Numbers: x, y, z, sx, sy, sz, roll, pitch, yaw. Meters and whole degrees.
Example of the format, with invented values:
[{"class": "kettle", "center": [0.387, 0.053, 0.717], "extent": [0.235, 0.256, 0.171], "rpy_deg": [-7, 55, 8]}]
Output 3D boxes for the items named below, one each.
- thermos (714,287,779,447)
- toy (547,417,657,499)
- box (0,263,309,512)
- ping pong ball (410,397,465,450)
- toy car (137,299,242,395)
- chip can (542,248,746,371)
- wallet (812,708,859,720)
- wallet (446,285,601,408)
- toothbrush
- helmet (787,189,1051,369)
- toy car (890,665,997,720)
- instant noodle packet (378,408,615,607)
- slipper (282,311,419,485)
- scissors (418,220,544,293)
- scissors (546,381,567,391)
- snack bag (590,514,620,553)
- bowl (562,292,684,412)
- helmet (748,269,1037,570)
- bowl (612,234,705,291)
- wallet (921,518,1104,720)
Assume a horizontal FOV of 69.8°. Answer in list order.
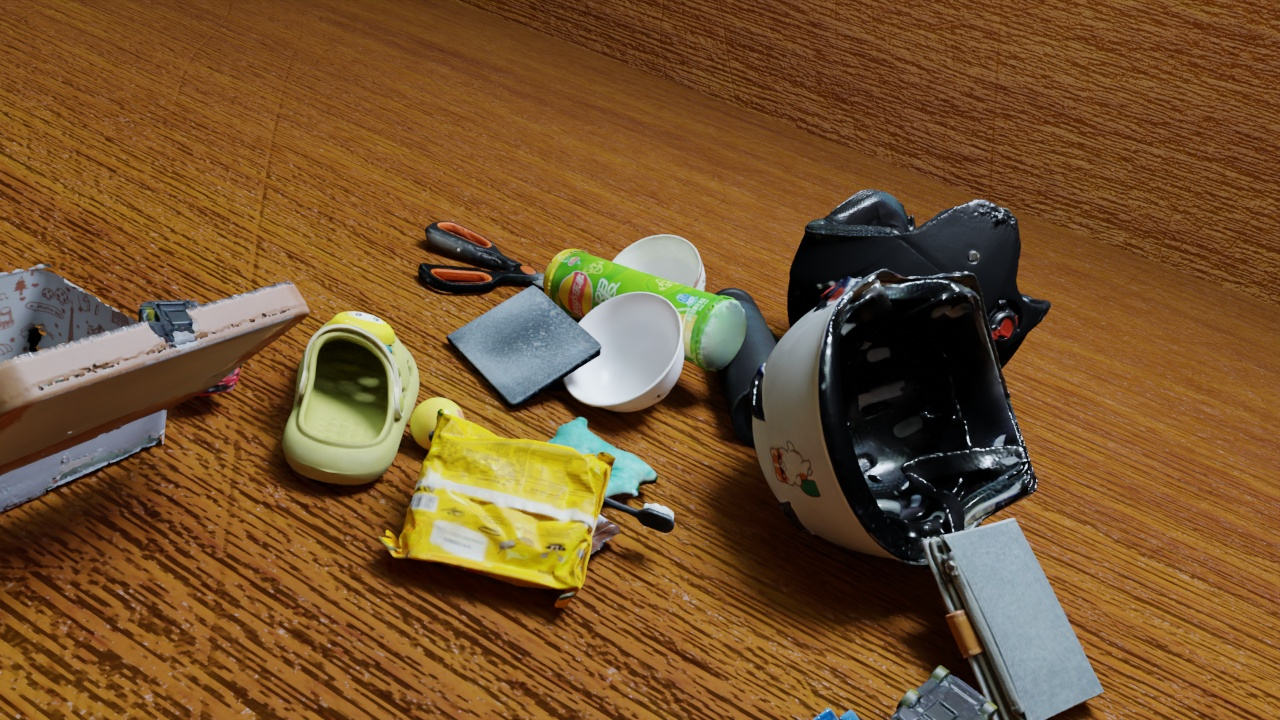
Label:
[{"class": "thermos", "center": [0.119, 0.000, 0.928], "extent": [0.090, 0.069, 0.242], "rpy_deg": [20, 24, -12]}, {"class": "toy", "center": [-0.034, 0.080, 0.705], "extent": [0.092, 0.030, 0.096], "rpy_deg": [23, 31, 17]}, {"class": "box", "center": [-0.334, 0.018, 0.509], "extent": [0.273, 0.130, 0.178], "rpy_deg": [0, 17, 26]}, {"class": "ping pong ball", "center": [-0.150, 0.047, 0.681], "extent": [0.040, 0.040, 0.040], "rpy_deg": [15, 25, -7]}, {"class": "toy car", "center": [-0.330, -0.007, 0.668], "extent": [0.052, 0.045, 0.120], "rpy_deg": [-6, 28, -37]}, {"class": "chip can", "center": [0.002, -0.052, 0.904], "extent": [0.221, 0.073, 0.072], "rpy_deg": [22, 22, 38]}, {"class": "wallet", "center": [0.090, 0.237, 0.450], "extent": [0.132, 0.040, 0.106], "rpy_deg": [-10, 45, -46]}, {"class": "wallet", "center": [-0.105, -0.014, 0.818], "extent": [0.097, 0.019, 0.121], "rpy_deg": [-34, 48, -18]}, {"class": "toothbrush", "center": [-0.061, 0.082, 0.634], "extent": [0.181, 0.016, 0.018], "rpy_deg": [19, 25, 1]}, {"class": "helmet", "center": [0.285, -0.060, 0.974], "extent": [0.274, 0.230, 0.233], "rpy_deg": [20, 9, -17]}, {"class": "toy car", "center": [0.182, 0.217, 0.556], "extent": [0.042, 0.035, 0.090], "rpy_deg": [36, 25, 32]}, {"class": "instant noodle packet", "center": [-0.090, 0.093, 0.589], "extent": [0.128, 0.044, 0.110], "rpy_deg": [16, 55, -2]}, {"class": "slipper", "center": [-0.206, 0.013, 0.671], "extent": [0.091, 0.082, 0.190], "rpy_deg": [13, 27, -16]}, {"class": "scissors", "center": [-0.149, -0.095, 1.011], "extent": [0.221, 0.022, 0.224], "rpy_deg": [32, 30, 18]}, {"class": "scissors", "center": [-0.070, -0.010, 0.888], "extent": [0.166, 0.014, 0.162], "rpy_deg": [11, 26, -15]}, {"class": "snack bag", "center": [-0.064, 0.101, 0.645], "extent": [0.105, 0.026, 0.045], "rpy_deg": [32, 25, 23]}, {"class": "bowl", "center": [-0.005, 0.005, 0.822], "extent": [0.118, 0.118, 0.065], "rpy_deg": [43, -5, 43]}, {"class": "helmet", "center": [0.182, 0.048, 0.739], "extent": [0.273, 0.230, 0.157], "rpy_deg": [-20, 2, -40]}, {"class": "bowl", "center": [0.021, -0.075, 1.003], "extent": [0.113, 0.113, 0.062], "rpy_deg": [38, -12, 37]}, {"class": "wallet", "center": [0.250, 0.179, 0.631], "extent": [0.106, 0.037, 0.129], "rpy_deg": [-3, 62, -35]}]
